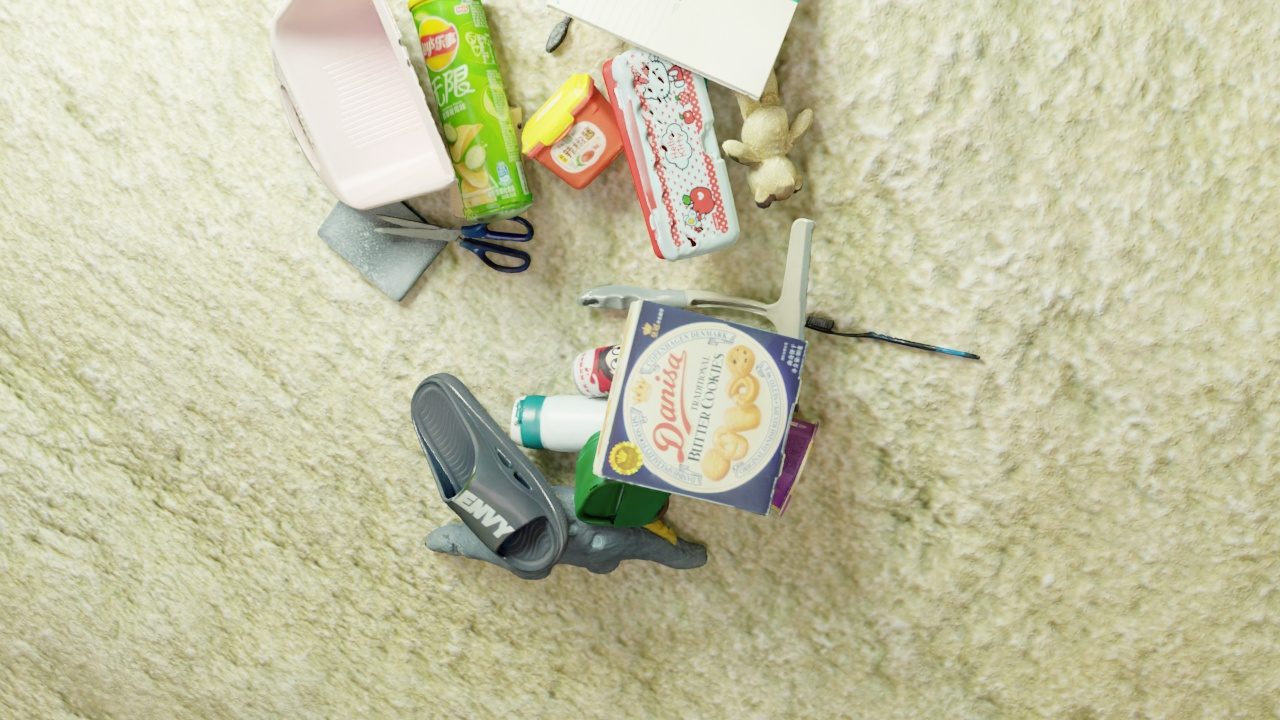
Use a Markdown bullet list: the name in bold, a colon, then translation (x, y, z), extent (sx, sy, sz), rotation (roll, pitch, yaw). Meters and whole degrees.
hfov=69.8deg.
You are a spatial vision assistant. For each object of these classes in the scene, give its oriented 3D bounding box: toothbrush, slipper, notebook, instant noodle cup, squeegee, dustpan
- **toothbrush**: translation (-0.040, -0.374, 0.870), extent (0.014, 0.016, 0.189), rotation (34, 112, -7)
- **slipper**: translation (-0.189, 0.130, 1.018), extent (0.268, 0.083, 0.111), rotation (51, 121, 17)
- **notebook**: translation (0.039, -0.344, 0.831), extent (0.209, 0.012, 0.150), rotation (22, 84, -3)
- **instant noodle cup**: translation (0.129, 0.102, 1.004), extent (0.099, 0.111, 0.112), rotation (20, 115, 9)
- **squeegee**: translation (0.055, -0.060, 0.979), extent (0.247, 0.039, 0.247), rotation (6, 131, 12)
- **toothbrush**: translation (0.267, -0.024, 0.975), extent (0.189, 0.014, 0.016), rotation (11, 91, 3)
- **dustpan**: translation (-0.277, -0.242, 0.859), extent (0.138, 0.273, 0.222), rotation (-22, 102, -7)

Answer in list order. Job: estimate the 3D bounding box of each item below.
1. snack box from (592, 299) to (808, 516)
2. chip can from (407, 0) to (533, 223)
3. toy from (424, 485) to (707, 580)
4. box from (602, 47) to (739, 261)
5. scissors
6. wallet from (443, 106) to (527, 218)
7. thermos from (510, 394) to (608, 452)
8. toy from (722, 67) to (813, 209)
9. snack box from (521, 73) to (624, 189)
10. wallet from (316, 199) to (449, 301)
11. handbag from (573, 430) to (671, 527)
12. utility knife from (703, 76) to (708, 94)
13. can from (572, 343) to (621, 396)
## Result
- **snack box**: translation (0.060, 0.048, 0.919), extent (0.182, 0.046, 0.178), rotation (13, 88, -8)
- **chip can**: translation (-0.163, -0.245, 0.893), extent (0.073, 0.072, 0.221), rotation (-11, 100, 13)
- **toy**: translation (-0.101, 0.207, 1.098), extent (0.357, 0.091, 0.138), rotation (-1, 141, 10)
- **box**: translation (0.036, -0.199, 0.871), extent (0.092, 0.094, 0.201), rotation (-5, 108, 38)
- **scissors**: translation (-0.195, -0.140, 0.972), extent (0.173, 0.012, 0.129), rotation (30, 129, -23)
- **wallet**: translation (-0.164, -0.206, 0.959), extent (0.087, 0.024, 0.115), rotation (1, 113, 4)
- **thermos**: translation (-0.036, 0.074, 1.037), extent (0.224, 0.073, 0.073), rotation (2, 113, 9)
- **toy**: translation (0.115, -0.229, 0.889), extent (0.105, 0.066, 0.157), rotation (-26, 108, -26)
- **snack box**: translation (-0.062, -0.224, 0.908), extent (0.091, 0.081, 0.080), rotation (-40, 116, 22)
- **wallet**: translation (-0.284, -0.137, 1.010), extent (0.121, 0.019, 0.097), rotation (41, 111, -8)
- **handbag**: translation (-0.010, 0.132, 1.005), extent (0.120, 0.067, 0.132), rotation (10, 146, -16)
- **utility knife**: translation (0.057, -0.251, 0.910), extent (0.029, 0.013, 0.161), rotation (-2, 110, 7)
- **can**: translation (-0.006, 0.006, 0.994), extent (0.133, 0.053, 0.053), rotation (-10, 112, 27)
